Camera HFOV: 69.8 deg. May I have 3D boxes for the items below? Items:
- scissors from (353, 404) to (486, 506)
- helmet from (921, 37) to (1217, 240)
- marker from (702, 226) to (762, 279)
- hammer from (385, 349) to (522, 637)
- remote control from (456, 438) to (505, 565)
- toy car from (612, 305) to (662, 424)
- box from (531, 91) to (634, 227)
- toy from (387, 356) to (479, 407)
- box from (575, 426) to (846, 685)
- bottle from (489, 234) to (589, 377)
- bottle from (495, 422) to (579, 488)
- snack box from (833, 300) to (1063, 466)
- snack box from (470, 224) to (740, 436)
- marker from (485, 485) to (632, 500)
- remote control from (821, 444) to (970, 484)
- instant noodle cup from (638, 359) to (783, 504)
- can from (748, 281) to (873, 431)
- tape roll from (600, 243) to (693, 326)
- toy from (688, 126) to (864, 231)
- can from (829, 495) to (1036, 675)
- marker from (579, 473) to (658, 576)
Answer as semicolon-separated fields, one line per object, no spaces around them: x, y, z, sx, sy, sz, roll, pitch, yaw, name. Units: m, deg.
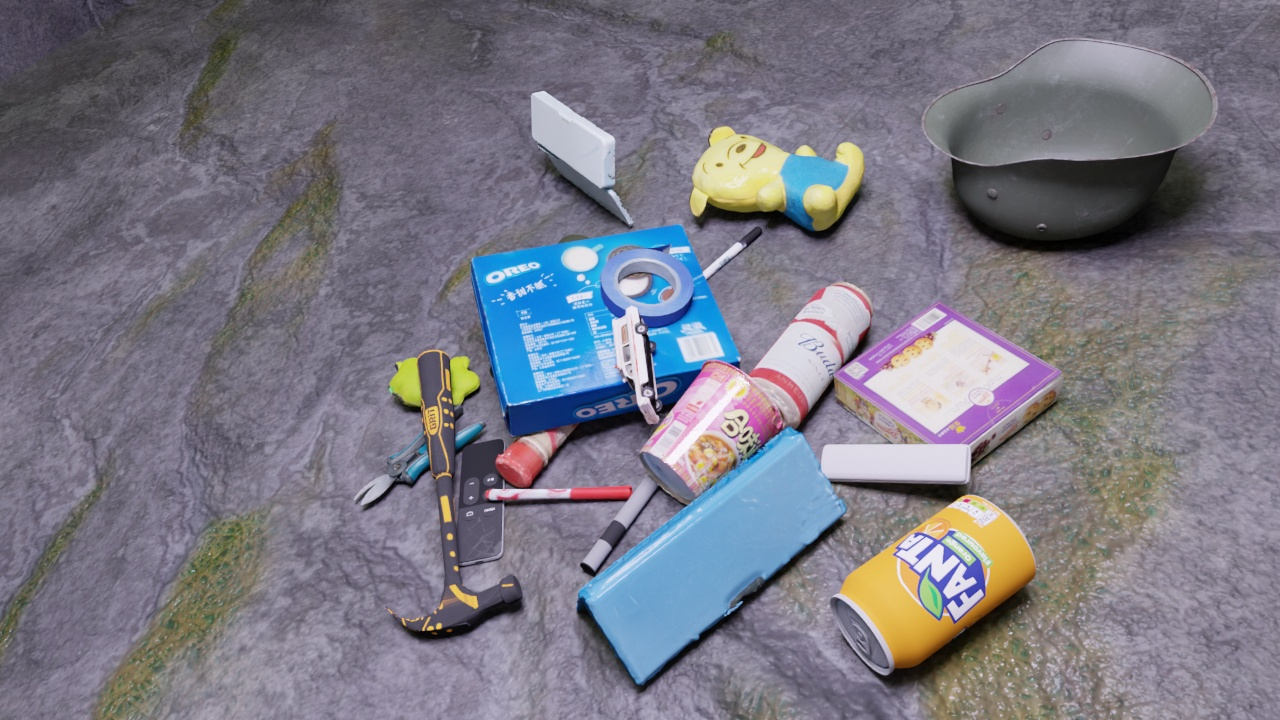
-0.224;0.096;0.948;0.153;0.019;0.127;-11;39;11;scissors
0.434;-0.214;0.973;0.268;0.154;0.226;8;49;18;helmet
0.093;-0.115;1.080;0.151;0.011;0.011;-41;48;-24;marker
-0.193;0.114;0.887;0.123;0.036;0.320;-21;49;5;hammer
-0.155;0.135;0.895;0.045;0.008;0.146;-12;43;4;remote control
-0.005;0.005;0.859;0.039;0.039;0.113;-13;56;11;toy car
-0.081;-0.262;1.192;0.049;0.136;0.197;-31;45;-14;box
-0.230;0.023;1.016;0.093;0.036;0.094;-26;50;-18;toy
0.049;0.154;0.779;0.231;0.094;0.102;-36;14;-18;box
-0.106;-0.055;1.032;0.071;0.071;0.206;9;48;25;bottle
-0.097;0.076;0.914;0.044;0.044;0.108;18;52;31;bottle
0.282;0.024;0.854;0.143;0.041;0.148;-32;45;-17;snack box
-0.041;-0.038;0.943;0.238;0.056;0.195;-11;55;-12;snack box
-0.078;0.126;0.870;0.142;0.013;0.012;-2;44;9;marker
0.218;0.089;0.794;0.131;0.012;0.033;-4;68;36;remote control
0.059;0.071;0.839;0.098;0.098;0.108;29;64;38;instant noodle cup
0.165;-0.005;0.901;0.067;0.067;0.169;21;54;33;can
0.006;-0.075;0.927;0.091;0.016;0.093;-14;55;-15;tape roll
0.159;-0.216;1.113;0.214;0.084;0.148;15;44;30;toy
0.221;0.169;0.694;0.142;0.079;0.079;-30;44;-14;can
-0.009;0.138;0.843;0.016;0.016;0.140;18;52;31;marker
